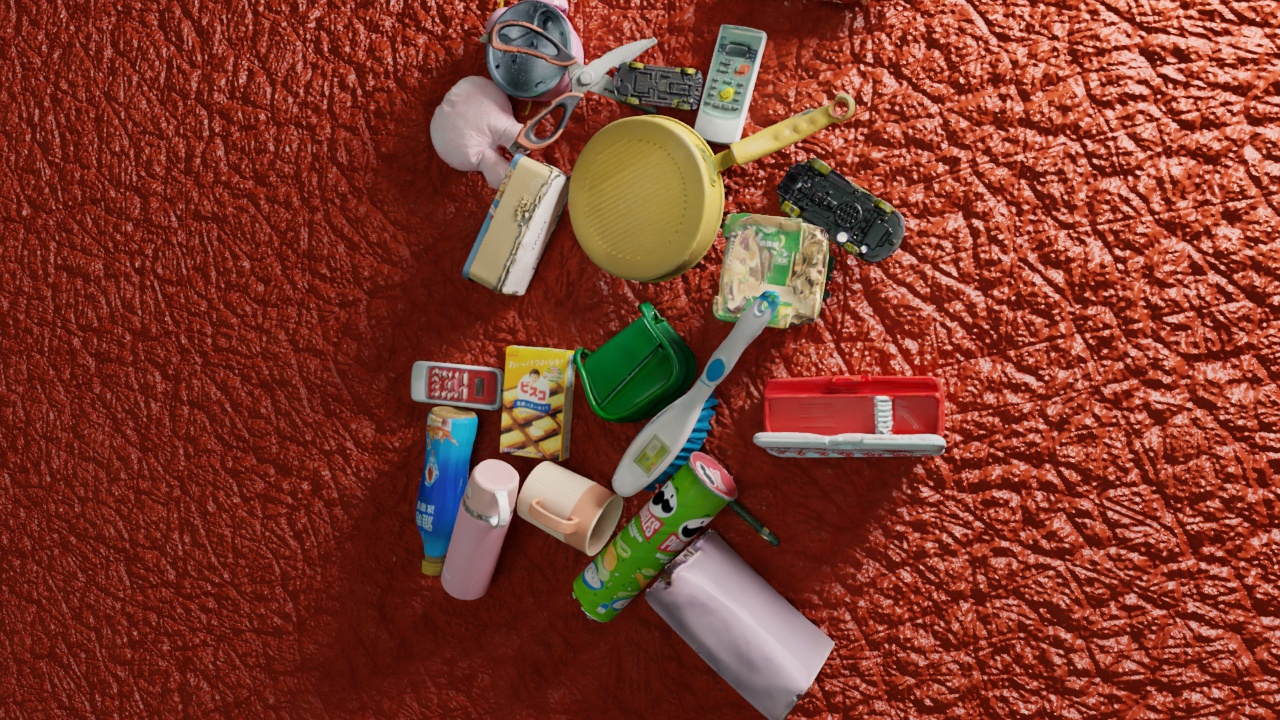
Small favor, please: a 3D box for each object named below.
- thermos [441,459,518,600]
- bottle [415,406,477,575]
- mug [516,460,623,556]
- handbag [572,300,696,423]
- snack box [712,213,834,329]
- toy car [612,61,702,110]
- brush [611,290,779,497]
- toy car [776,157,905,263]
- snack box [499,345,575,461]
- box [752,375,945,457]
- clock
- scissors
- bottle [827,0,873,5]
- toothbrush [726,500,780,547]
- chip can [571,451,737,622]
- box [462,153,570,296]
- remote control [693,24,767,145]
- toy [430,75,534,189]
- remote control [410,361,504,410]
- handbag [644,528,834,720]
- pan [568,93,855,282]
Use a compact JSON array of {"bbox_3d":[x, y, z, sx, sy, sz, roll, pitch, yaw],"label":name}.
[{"bbox_3d":[-0.195,0.217,1.136,0.087,0.067,0.199,61,140,43],"label":"thermos"},{"bbox_3d":[-0.258,0.172,1.200,0.065,0.065,0.219,10,95,19],"label":"bottle"},{"bbox_3d":[-0.093,0.181,1.115,0.106,0.114,0.082,24,102,20],"label":"mug"},{"bbox_3d":[-0.007,0.006,1.108,0.131,0.068,0.120,-35,73,19],"label":"handbag"},{"bbox_3d":[0.154,-0.094,1.021,0.118,0.105,0.118,10,94,21],"label":"snack box"},{"bbox_3d":[0.020,-0.326,1.089,0.106,0.031,0.049,6,102,-1],"label":"toy car"},{"bbox_3d":[0.066,0.043,1.027,0.060,0.109,0.315,44,110,15],"label":"brush"},{"bbox_3d":[0.222,-0.166,1.024,0.158,0.042,0.070,39,103,21],"label":"toy car"},{"bbox_3d":[-0.131,0.054,1.168,0.087,0.033,0.140,6,92,19],"label":"snack box"},{"bbox_3d":[0.227,0.065,1.001,0.202,0.101,0.095,-1,92,20],"label":"box"},{"bbox_3d":[-0.133,-0.396,1.139,0.117,0.059,0.158,-20,87,20],"label":"clock"},{"bbox_3d":[-0.084,-0.338,1.091,0.222,0.015,0.189,-34,108,3],"label":"scissors"},{"bbox_3d":[0.208,-0.428,1.014,0.175,0.057,0.057,15,97,19],"label":"bottle"},{"bbox_3d":[0.093,0.158,1.097,0.186,0.017,0.012,41,106,15],"label":"toothbrush"},{"bbox_3d":[0.014,0.213,1.091,0.072,0.072,0.236,46,111,13],"label":"chip can"},{"bbox_3d":[-0.153,-0.159,1.138,0.062,0.089,0.184,30,98,12],"label":"box"},{"bbox_3d":[0.104,-0.321,1.075,0.056,0.019,0.135,18,98,18],"label":"remote control"},{"bbox_3d":[-0.201,-0.287,1.166,0.159,0.054,0.121,45,109,23],"label":"toy"},{"bbox_3d":[-0.244,0.033,1.215,0.136,0.020,0.056,5,94,20],"label":"remote control"},{"bbox_3d":[0.108,0.299,1.030,0.197,0.144,0.098,41,101,15],"label":"handbag"},{"bbox_3d":[0.074,-0.219,1.061,0.358,0.078,0.197,-22,87,31],"label":"pan"}]
